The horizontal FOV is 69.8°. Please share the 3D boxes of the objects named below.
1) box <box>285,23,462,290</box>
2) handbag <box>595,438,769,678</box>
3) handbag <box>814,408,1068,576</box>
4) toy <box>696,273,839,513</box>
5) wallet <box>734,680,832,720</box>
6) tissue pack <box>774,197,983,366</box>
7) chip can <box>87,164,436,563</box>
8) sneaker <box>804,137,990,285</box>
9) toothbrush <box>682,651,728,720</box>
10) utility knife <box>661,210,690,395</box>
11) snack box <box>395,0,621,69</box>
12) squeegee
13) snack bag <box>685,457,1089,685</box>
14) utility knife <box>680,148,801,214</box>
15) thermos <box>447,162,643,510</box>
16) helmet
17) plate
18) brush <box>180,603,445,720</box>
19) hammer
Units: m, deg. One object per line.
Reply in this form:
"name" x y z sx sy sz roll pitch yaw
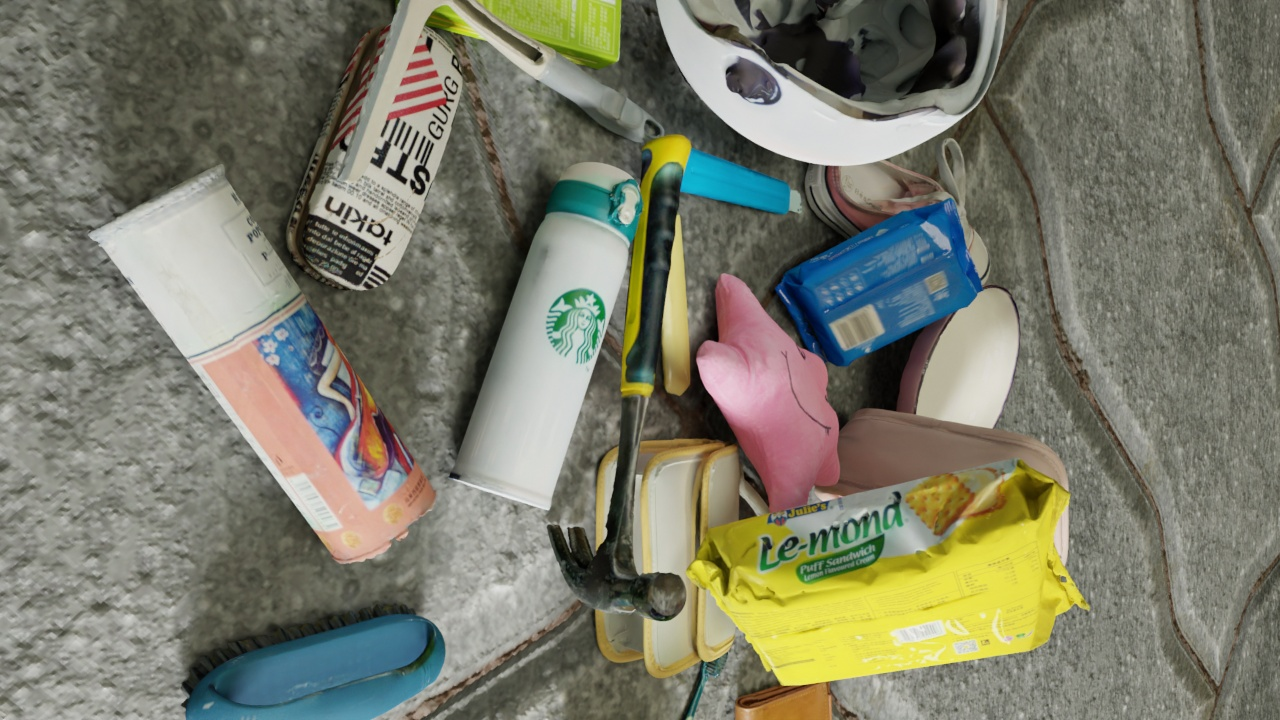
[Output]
"box" -0.148 -0.120 0.529 0.074 0.064 0.164 19 80 -20
"handbag" 0.053 0.141 0.695 0.178 0.063 0.163 -2 95 -41
"handbag" 0.274 0.150 0.791 0.093 0.194 0.234 -54 130 -21
"toy" 0.104 0.021 0.713 0.194 0.075 0.178 63 31 -4
"wallet" 0.128 0.337 0.771 0.118 0.035 0.130 -4 95 -37
"tissue pack" 0.199 -0.063 0.763 0.157 0.052 0.095 -27 113 11
"chip can" -0.194 0.008 0.493 0.071 0.071 0.215 -40 115 -29
"sneaker" 0.253 -0.121 0.816 0.241 0.088 0.118 26 76 -34
"toothbrush" 0.029 0.306 0.706 0.016 0.018 0.191 33 72 -33
"utility knife" 0.023 -0.048 0.690 0.030 0.018 0.151 -9 95 -33
"snack box" -0.081 -0.250 0.597 0.156 0.026 0.086 1 91 -38
"squeegee" -0.062 -0.191 0.578 0.246 0.039 0.246 18 91 -55
"snack bag" 0.174 0.158 0.637 0.068 0.247 0.158 -89 156 -45
"utility knife" 0.074 -0.139 0.725 0.165 0.018 0.034 7 100 -38
"thermos" -0.055 -0.020 0.596 0.073 0.073 0.224 25 76 -35
"helmet" 0.121 -0.244 0.668 0.258 0.146 0.228 22 67 -2
"plate" 0.293 0.019 0.863 0.191 0.039 0.193 -19 119 -39
"brush" -0.174 0.180 0.512 0.143 0.074 0.055 -6 100 -37
"hammer" -0.004 0.004 0.620 0.031 0.126 0.323 15 75 -35
